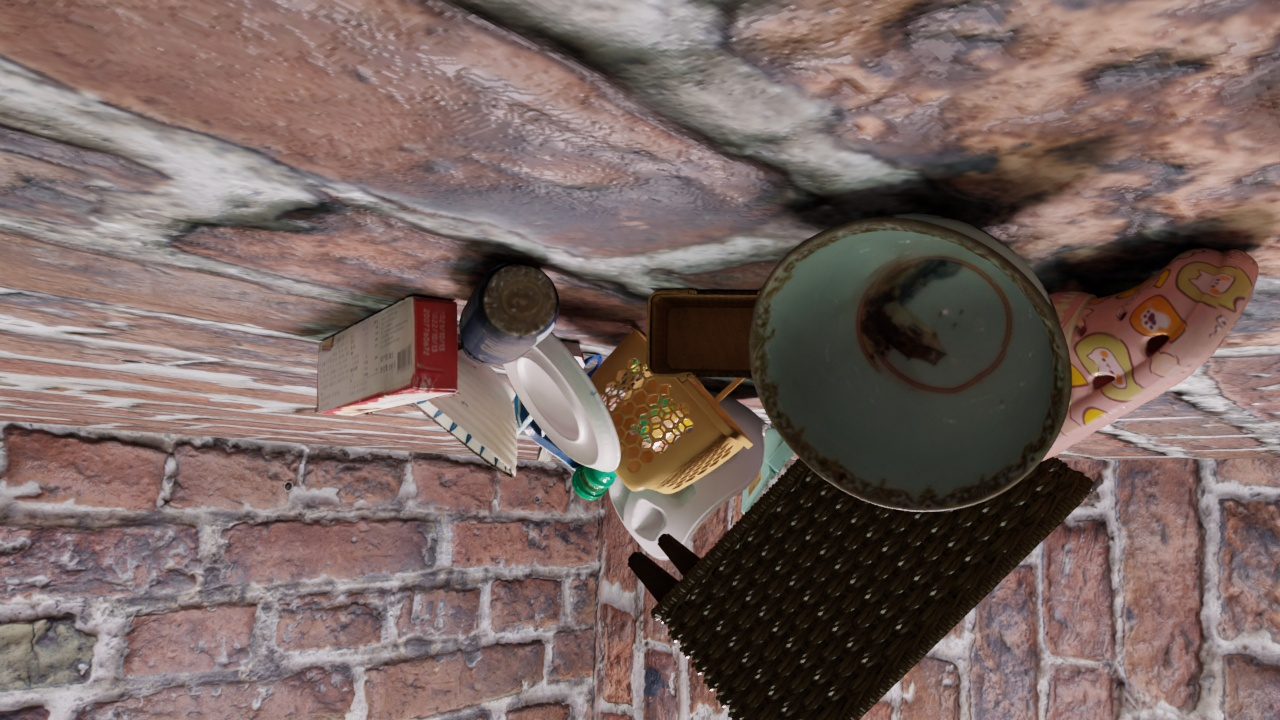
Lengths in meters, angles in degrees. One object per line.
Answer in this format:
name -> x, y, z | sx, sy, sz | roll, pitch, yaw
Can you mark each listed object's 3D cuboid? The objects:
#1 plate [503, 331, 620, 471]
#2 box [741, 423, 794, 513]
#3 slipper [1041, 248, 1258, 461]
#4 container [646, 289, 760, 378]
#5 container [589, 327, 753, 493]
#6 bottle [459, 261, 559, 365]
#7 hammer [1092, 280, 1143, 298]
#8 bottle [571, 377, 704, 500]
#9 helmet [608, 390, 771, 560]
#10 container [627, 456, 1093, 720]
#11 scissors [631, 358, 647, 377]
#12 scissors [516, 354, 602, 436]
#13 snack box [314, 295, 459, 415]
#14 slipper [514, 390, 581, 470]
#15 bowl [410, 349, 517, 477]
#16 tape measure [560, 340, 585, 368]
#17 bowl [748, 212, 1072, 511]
plate -> -0.071, 0.029, 0.753 | 0.014, 0.157, 0.157 | -36, -173, -23
box -> 0.173, 0.122, 1.203 | 0.033, 0.136, 0.186 | 40, -170, 1
slipper -> 0.284, -0.011, 0.574 | 0.093, 0.081, 0.198 | -39, 167, -35
container -> 0.063, -0.018, 0.678 | 0.114, 0.063, 0.061 | 1, 178, 4
container -> 0.041, 0.032, 0.834 | 0.167, 0.129, 0.183 | -42, 165, 4
bottle -> -0.099, -0.026, 0.648 | 0.056, 0.056, 0.161 | 4, 170, -17
hammer -> 0.318, -0.014, 0.755 | 0.133, 0.033, 0.333 | 3, 170, -2
bottle -> -0.009, 0.091, 1.052 | 0.068, 0.068, 0.210 | 8, 139, -38
helmet -> 0.068, 0.139, 1.209 | 0.224, 0.184, 0.282 | -42, 161, 16
container -> 0.162, 0.141, 0.766 | 0.205, 0.321, 0.176 | 44, -173, 12
scissors -> 0.002, 0.006, 0.988 | 0.070, 0.014, 0.131 | 3, 170, -6
scissors -> -0.084, 0.037, 0.960 | 0.103, 0.015, 0.134 | -11, 134, -29
snack box -> -0.229, 0.004, 0.809 | 0.044, 0.076, 0.274 | 4, 171, -34
slipper -> -0.107, 0.074, 1.113 | 0.060, 0.118, 0.295 | -8, 165, 13
bowl -> -0.177, 0.038, 0.936 | 0.177, 0.070, 0.177 | 36, 165, 10
tape measure -> -0.088, 0.004, 0.890 | 0.060, 0.020, 0.062 | 9, 142, -28
bowl -> 0.150, -0.011, 0.494 | 0.160, 0.160, 0.093 | -5, -160, 34
